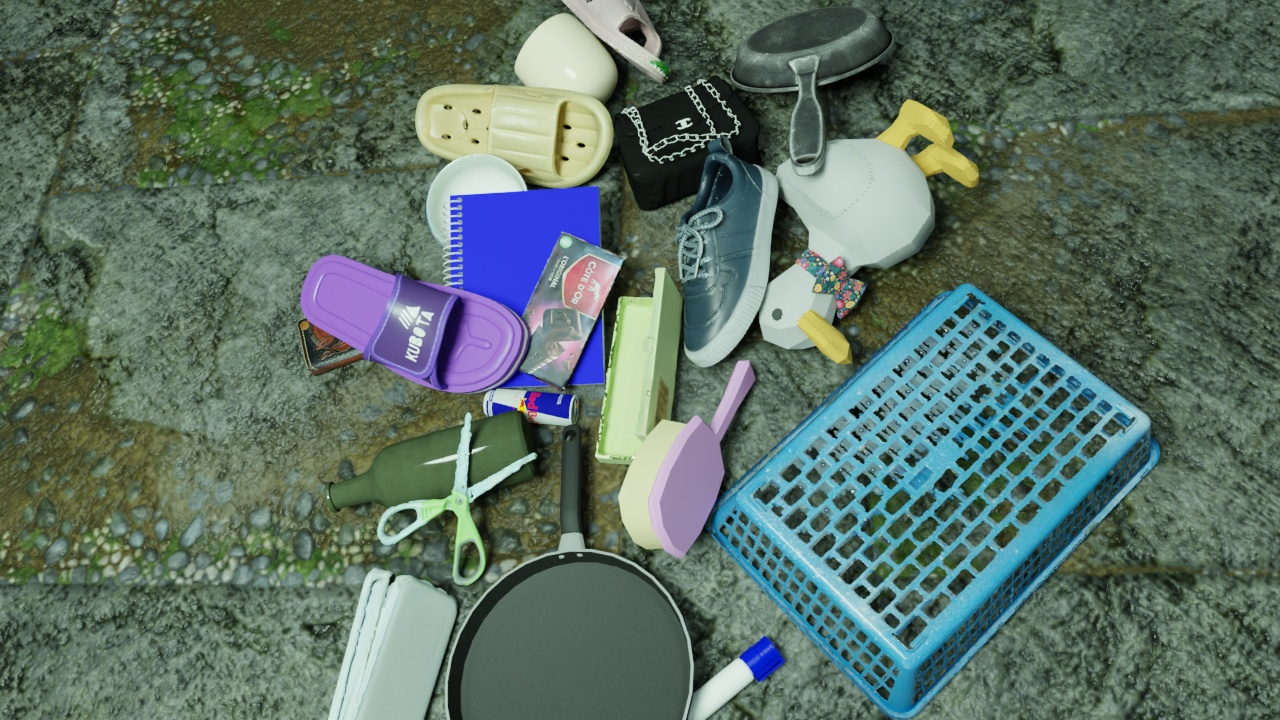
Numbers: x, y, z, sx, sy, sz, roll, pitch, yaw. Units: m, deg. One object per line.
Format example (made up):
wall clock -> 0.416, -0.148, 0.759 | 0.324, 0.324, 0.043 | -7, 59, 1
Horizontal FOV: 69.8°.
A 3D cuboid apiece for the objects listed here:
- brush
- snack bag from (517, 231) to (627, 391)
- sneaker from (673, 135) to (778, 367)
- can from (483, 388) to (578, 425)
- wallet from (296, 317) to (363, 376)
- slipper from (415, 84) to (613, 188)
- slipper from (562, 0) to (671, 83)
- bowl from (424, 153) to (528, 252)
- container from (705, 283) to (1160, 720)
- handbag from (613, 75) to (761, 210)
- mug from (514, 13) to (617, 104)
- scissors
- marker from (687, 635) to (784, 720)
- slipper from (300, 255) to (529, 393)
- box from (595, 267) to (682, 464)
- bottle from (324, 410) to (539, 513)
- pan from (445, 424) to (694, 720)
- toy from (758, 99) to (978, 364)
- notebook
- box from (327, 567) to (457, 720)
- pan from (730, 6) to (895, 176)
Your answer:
brush -> 0.051, 0.081, 0.870 | 0.043, 0.089, 0.228 | 0, 40, 33
snack bag -> -0.079, -0.051, 0.949 | 0.074, 0.018, 0.155 | 24, 85, 7
sneaker -> 0.076, -0.112, 0.939 | 0.087, 0.089, 0.235 | 23, 71, -30
can -> -0.112, 0.048, 0.944 | 0.095, 0.032, 0.032 | 4, 65, 10
wallet -> -0.315, -0.034, 1.020 | 0.123, 0.019, 0.072 | -21, 63, -2
slipper -> -0.161, -0.261, 1.055 | 0.262, 0.079, 0.111 | 13, 111, 21
slipper -> -0.038, -0.430, 1.123 | 0.064, 0.094, 0.239 | -50, 61, 15
bowl -> -0.175, -0.166, 1.032 | 0.118, 0.062, 0.118 | -1, 84, 8
container -> 0.266, 0.103, 0.831 | 0.361, 0.089, 0.257 | -41, 66, -11
handbag -> 0.044, -0.260, 1.025 | 0.154, 0.115, 0.125 | -23, 61, 1
mug -> -0.075, -0.345, 1.096 | 0.100, 0.096, 0.119 | 46, 39, 5
scissors -> -0.178, 0.132, 0.869 | 0.160, 0.025, 0.171 | 4, 98, 3
marker -> 0.066, 0.295, 0.805 | 0.133, 0.023, 0.027 | -36, 83, -9
slipper -> -0.252, -0.042, 0.937 | 0.267, 0.084, 0.107 | 21, 91, 20
box -> -0.006, 0.008, 0.930 | 0.083, 0.091, 0.187 | -6, 59, 24
bottle -> -0.208, 0.108, 0.908 | 0.207, 0.071, 0.071 | -16, 63, 1
pan -> -0.063, 0.223, 0.844 | 0.225, 0.034, 0.355 | -8, 59, 11
toy -> 0.207, -0.136, 0.935 | 0.268, 0.141, 0.246 | -44, 46, 13
notebook -> -0.125, -0.076, 0.974 | 0.172, 0.022, 0.209 | -2, 84, 5
box -> -0.248, 0.292, 0.813 | 0.083, 0.122, 0.215 | -4, 57, 32
pan -> 0.180, -0.301, 0.986 | 0.187, 0.055, 0.355 | -7, 36, 17
